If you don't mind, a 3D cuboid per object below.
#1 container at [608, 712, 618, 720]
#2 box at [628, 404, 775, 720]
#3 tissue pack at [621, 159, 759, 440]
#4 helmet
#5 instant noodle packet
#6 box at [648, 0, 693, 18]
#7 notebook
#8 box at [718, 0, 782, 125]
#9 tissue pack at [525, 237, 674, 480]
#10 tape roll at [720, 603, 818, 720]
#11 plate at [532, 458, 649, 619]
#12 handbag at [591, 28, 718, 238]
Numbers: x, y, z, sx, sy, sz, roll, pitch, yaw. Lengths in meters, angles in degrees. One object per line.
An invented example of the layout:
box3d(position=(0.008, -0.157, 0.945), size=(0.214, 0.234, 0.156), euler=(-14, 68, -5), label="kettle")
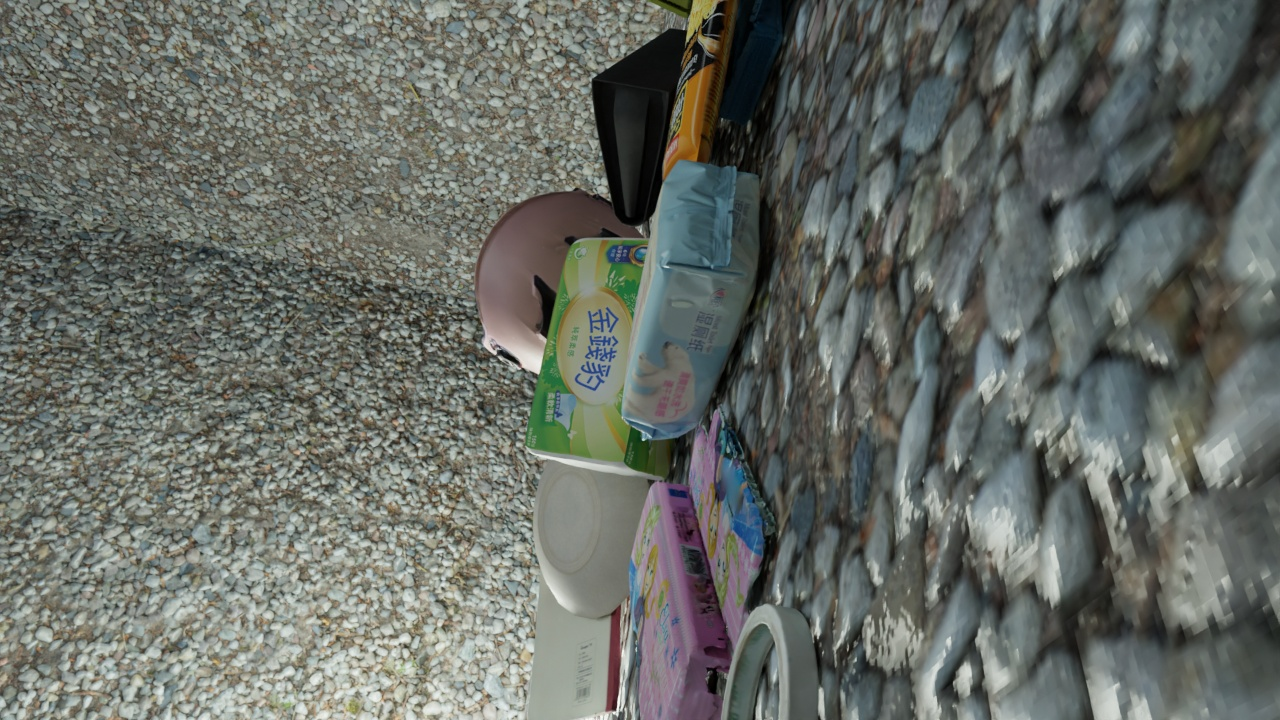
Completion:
box3d(position=(-0.055, 0.369, 0.772), size=(0.080, 0.049, 0.129), euler=(-114, 36, -81), label="container")
box3d(position=(0.029, 0.117, 0.543), size=(0.230, 0.035, 0.159), euler=(-101, 24, -73), label="box")
box3d(position=(0.033, -0.037, 0.631), size=(0.182, 0.070, 0.111), euler=(104, 175, -47), label="tissue pack")
box3d(position=(-0.074, -0.075, 1.089), size=(0.230, 0.152, 0.255), euler=(-51, -39, -8), label="helmet")
box3d(position=(0.049, -0.228, 0.705), size=(0.160, 0.032, 0.220), euler=(161, 119, -85), label="instant noodle packet")
box3d(position=(0.035, -0.426, 0.781), size=(0.081, 0.124, 0.221), euler=(112, 180, -86), label="box")
box3d(position=(-0.064, 0.250, 0.910), size=(0.153, 0.012, 0.208), euler=(-33, 44, 44), label="notebook")
box3d(position=(0.100, -0.324, 0.725), size=(0.175, 0.033, 0.231), euler=(110, 170, -53), label="box")
box3d(position=(-0.005, 0.005, 0.803), size=(0.141, 0.120, 0.197), euler=(28, -103, -57), label="tissue pack")
box3d(position=(0.049, 0.144, 0.362), size=(0.093, 0.013, 0.093), euler=(-170, 92, -85), label="tape roll")
box3d(position=(-0.058, 0.152, 0.884), size=(0.189, 0.027, 0.188), euler=(-15, 71, 49), label="plate")
box3d(position=(0.023, -0.195, 0.886), size=(0.175, 0.072, 0.196), euler=(-52, -29, -49), label="handbag")
